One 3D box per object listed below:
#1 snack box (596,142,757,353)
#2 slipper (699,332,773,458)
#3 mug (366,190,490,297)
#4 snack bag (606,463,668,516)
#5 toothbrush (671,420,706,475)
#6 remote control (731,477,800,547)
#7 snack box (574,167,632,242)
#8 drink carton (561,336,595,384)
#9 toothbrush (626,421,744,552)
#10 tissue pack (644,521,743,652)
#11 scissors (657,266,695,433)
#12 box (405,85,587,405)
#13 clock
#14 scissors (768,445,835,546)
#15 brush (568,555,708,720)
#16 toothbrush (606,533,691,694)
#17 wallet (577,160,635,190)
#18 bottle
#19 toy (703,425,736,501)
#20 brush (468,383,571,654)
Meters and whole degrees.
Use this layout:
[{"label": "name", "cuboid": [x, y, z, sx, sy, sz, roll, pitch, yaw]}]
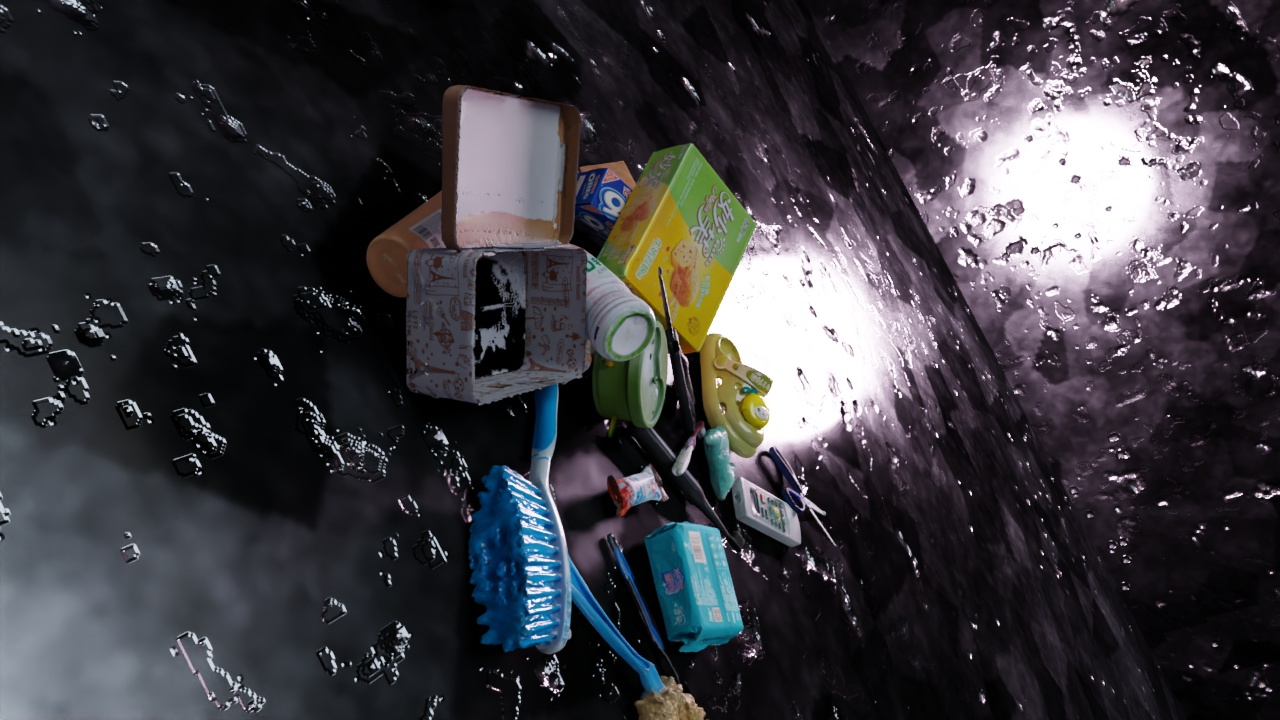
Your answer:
[{"label": "snack box", "cuboid": [0.043, -0.136, 1.130, 0.157, 0.070, 0.209, 43, 62, -35]}, {"label": "slipper", "cuboid": [0.130, 0.034, 1.215, 0.091, 0.082, 0.190, 29, 41, -40]}, {"label": "mug", "cuboid": [-0.191, -0.108, 0.845, 0.078, 0.078, 0.122, 55, 35, -11]}, {"label": "snack bag", "cuboid": [-0.004, 0.137, 0.975, 0.105, 0.026, 0.045, -5, 67, -60]}, {"label": "toothbrush", "cuboid": [0.059, 0.104, 1.075, 0.187, 0.016, 0.017, -48, 118, -73]}, {"label": "remote control", "cuboid": [0.165, 0.198, 1.191, 0.135, 0.019, 0.056, 33, 40, -40]}, {"label": "snack box", "cuboid": [-0.005, -0.162, 1.172, 0.207, 0.057, 0.058, 36, 68, -38]}, {"label": "drink carton", "cuboid": [-0.064, -0.030, 1.001, 0.053, 0.046, 0.122, 53, 30, -13]}, {"label": "toothbrush", "cuboid": [0.058, 0.148, 1.062, 0.212, 0.026, 0.027, 50, 53, -19]}, {"label": "tissue pack", "cuboid": [0.056, 0.236, 0.962, 0.093, 0.050, 0.133, 19, 51, -52]}, {"label": "scissors", "cuboid": [0.044, -0.004, 1.051, 0.235, 0.022, 0.148, 76, 3, -65]}, {"label": "box", "cuboid": [-0.119, -0.103, 0.817, 0.176, 0.082, 0.260, -16, 112, -60]}, {"label": "clock", "cuboid": [-0.006, 0.006, 1.007, 0.160, 0.056, 0.116, -58, 149, -59]}, {"label": "scissors", "cuboid": [0.225, 0.191, 1.279, 0.162, 0.012, 0.174, 61, 17, 14]}, {"label": "brush", "cuboid": [-0.013, 0.274, 0.844, 0.254, 0.046, 0.083, 56, 34, -2]}, {"label": "toothbrush", "cuboid": [0.007, 0.259, 0.909, 0.014, 0.016, 0.189, -15, 76, -50]}, {"label": "wallet", "cuboid": [-0.032, -0.219, 1.236, 0.101, 0.020, 0.115, 61, 32, 2]}, {"label": "bottle", "cuboid": [-0.061, -0.075, 0.955, 0.068, 0.068, 0.197, 24, 16, -47]}, {"label": "toy", "cuboid": [0.099, 0.125, 1.134, 0.096, 0.030, 0.092, -22, 106, -67]}, {"label": "brush", "cuboid": [-0.101, 0.113, 0.827, 0.109, 0.061, 0.314, 34, 37, -48]}]
